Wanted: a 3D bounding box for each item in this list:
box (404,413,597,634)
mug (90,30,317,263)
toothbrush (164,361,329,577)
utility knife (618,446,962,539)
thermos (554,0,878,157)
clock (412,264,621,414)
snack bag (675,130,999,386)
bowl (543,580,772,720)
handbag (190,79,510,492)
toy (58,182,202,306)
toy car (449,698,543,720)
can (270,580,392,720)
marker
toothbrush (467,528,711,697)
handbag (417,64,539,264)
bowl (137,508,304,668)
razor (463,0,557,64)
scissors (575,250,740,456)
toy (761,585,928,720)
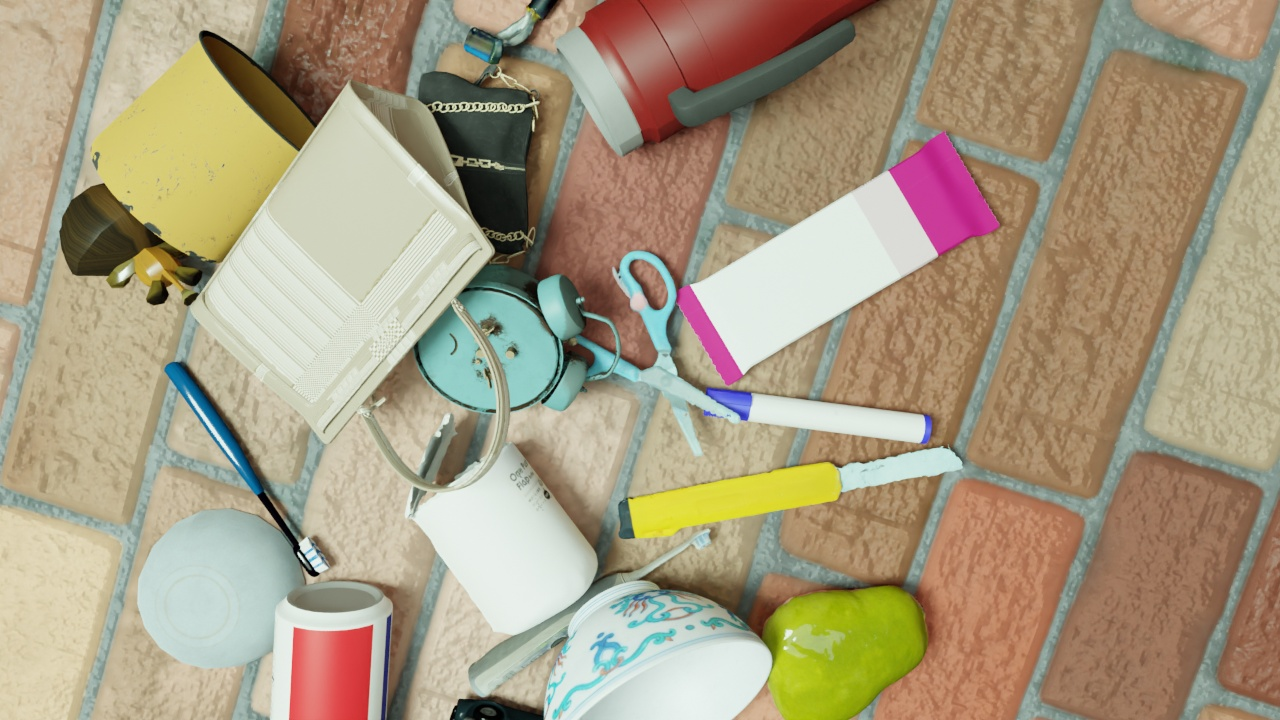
[{"bbox_3d":[-0.097,0.097,0.565,0.089,0.080,0.143,-33,92,18],"label":"box"},{"bbox_3d":[-0.254,-0.129,0.544,0.094,0.100,0.123,-40,56,6],"label":"mug"},{"bbox_3d":[-0.256,0.070,0.596,0.014,0.014,0.167,-34,92,-7],"label":"toothbrush"},{"bbox_3d":[0.094,0.084,0.589,0.224,0.019,0.030,-11,101,7],"label":"utility knife"},{"bbox_3d":[0.059,-0.193,0.525,0.198,0.084,0.108,-31,57,1],"label":"thermos"},{"bbox_3d":[-0.074,-0.014,0.552,0.124,0.053,0.090,4,124,1],"label":"clock"},{"bbox_3d":[0.121,-0.062,0.576,0.196,0.016,0.070,-31,89,4],"label":"snack bag"},{"bbox_3d":[-0.001,0.184,0.560,0.144,0.144,0.074,-36,50,4],"label":"bowl"},{"bbox_3d":[-0.141,-0.017,0.507,0.176,0.062,0.198,-44,73,24],"label":"handbag"},{"bbox_3d":[-0.305,-0.067,0.563,0.100,0.063,0.076,43,58,12],"label":"toy"},{"bbox_3d":[-0.071,0.252,0.599,0.112,0.034,0.046,15,95,1],"label":"toy car"},{"bbox_3d":[-0.196,0.213,0.580,0.070,0.070,0.132,5,95,1],"label":"can"},{"bbox_3d":[0.112,0.035,0.583,0.141,0.020,0.020,7,95,1],"label":"marker"},{"bbox_3d":[-0.033,0.159,0.597,0.185,0.022,0.024,-34,58,4],"label":"toothbrush"},{"bbox_3d":[-0.102,-0.118,0.564,0.079,0.054,0.128,4,92,-10],"label":"handbag"},{"bbox_3d":[-0.276,0.152,0.591,0.106,0.039,0.106,0,95,1],"label":"bowl"},{"bbox_3d":[-0.050,-0.237,0.563,0.144,0.043,0.022,-49,136,1],"label":"razor"},{"bbox_3d":[-0.004,0.007,0.577,0.111,0.015,0.140,-23,80,9],"label":"scissors"},{"bbox_3d":[0.131,0.184,0.580,0.110,0.051,0.090,-17,97,0],"label":"toy"}]
